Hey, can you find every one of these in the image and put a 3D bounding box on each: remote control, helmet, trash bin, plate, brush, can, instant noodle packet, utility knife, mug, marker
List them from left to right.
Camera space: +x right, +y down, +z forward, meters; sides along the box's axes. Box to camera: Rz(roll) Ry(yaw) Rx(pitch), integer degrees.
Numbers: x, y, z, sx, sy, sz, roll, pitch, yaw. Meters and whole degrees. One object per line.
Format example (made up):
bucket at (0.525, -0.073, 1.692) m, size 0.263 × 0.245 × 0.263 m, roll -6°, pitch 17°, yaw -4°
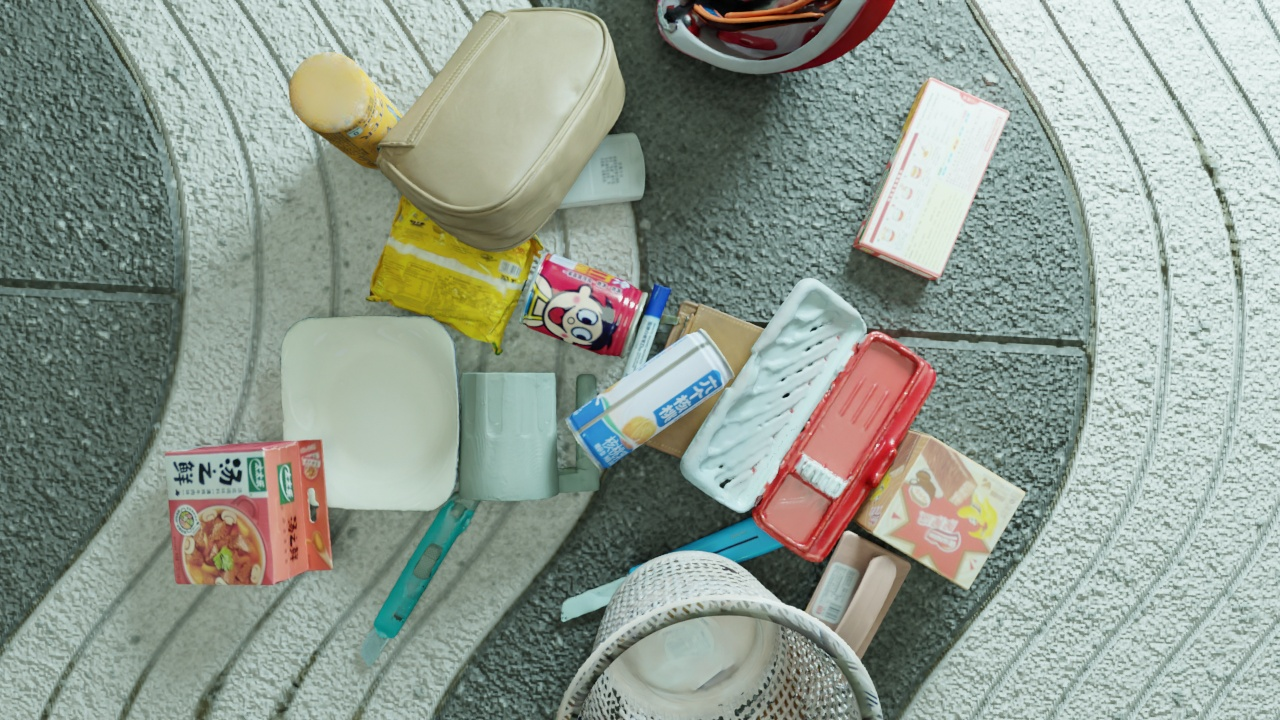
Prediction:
can at (-0.225, -0.193, 0.726) m, size 0.058 × 0.146 × 0.058 m, roll 0°, pitch 91°, yaw -1°
plate at (-0.223, 0.043, 0.773) m, size 0.164 × 0.034 × 0.163 m, roll 1°, pitch 93°, yaw 13°
utility knife at (-0.193, 0.188, 0.799) m, size 0.029 × 0.013 × 0.178 m, roll 31°, pitch 90°, yaw 0°
instant noodle packet at (-0.156, -0.077, 0.780) m, size 0.128 × 0.044 × 0.111 m, roll 22°, pitch 97°, yaw 2°
mug at (-0.092, 0.061, 0.773) m, size 0.123 × 0.084 × 0.103 m, roll 0°, pitch 90°, yaw -28°
remote control at (-0.071, -0.160, 0.791) m, size 0.150 × 0.021 × 0.058 m, roll -6°, pitch 88°, yaw -1°
can at (-0.047, -0.045, 0.771) m, size 0.094 × 0.066 × 0.066 m, roll 20°, pitch 90°, yaw -2°
marker at (-0.005, 0.005, 0.794) m, size 0.017 × 0.017 × 0.146 m, roll 19°, pitch 93°, yaw -1°
can at (0.008, 0.031, 0.746) m, size 0.134 × 0.053 × 0.053 m, roll -35°, pitch 91°, yaw -2°
utility knife at (0.026, 0.184, 0.801) m, size 0.208 × 0.018 × 0.034 m, roll -22°, pitch 92°, yaw 1°
trash bin at (0.047, 0.250, 0.705) m, size 0.227 × 0.192 × 0.227 m, roll -1°, pitch 100°, yaw -4°
helmet at (0.116, -0.342, 0.722) m, size 0.207 × 0.143 × 0.240 m, roll -5°, pitch 93°, yaw 35°
brush at (0.169, 0.222, 0.776) m, size 0.063 × 0.073 × 0.145 m, roll 27°, pitch 92°, yaw -2°

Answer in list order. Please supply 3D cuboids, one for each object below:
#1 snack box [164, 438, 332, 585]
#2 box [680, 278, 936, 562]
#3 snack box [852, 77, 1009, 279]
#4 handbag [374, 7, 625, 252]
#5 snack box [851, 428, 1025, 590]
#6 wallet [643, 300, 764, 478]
snack box at (-0.326, 0.126, 0.763) m, size 0.127 × 0.044 × 0.113 m, roll -5°, pitch 90°, yaw 18°
box at (0.143, 0.051, 0.777) m, size 0.160 × 0.050 × 0.201 m, roll 35°, pitch 84°, yaw -9°
snack box at (0.251, -0.156, 0.794) m, size 0.077 × 0.027 × 0.156 m, roll 23°, pitch 91°, yaw -2°
handbag at (-0.106, -0.186, 0.734) m, size 0.148 × 0.100 × 0.204 m, roll 26°, pitch 71°, yaw 20°
snack box at (0.247, 0.122, 0.773) m, size 0.093 × 0.077 × 0.094 m, roll 31°, pitch 90°, yaw -2°
wallet at (0.056, 0.023, 0.790) m, size 0.119 × 0.035 × 0.130 m, roll 22°, pitch 89°, yaw 0°
